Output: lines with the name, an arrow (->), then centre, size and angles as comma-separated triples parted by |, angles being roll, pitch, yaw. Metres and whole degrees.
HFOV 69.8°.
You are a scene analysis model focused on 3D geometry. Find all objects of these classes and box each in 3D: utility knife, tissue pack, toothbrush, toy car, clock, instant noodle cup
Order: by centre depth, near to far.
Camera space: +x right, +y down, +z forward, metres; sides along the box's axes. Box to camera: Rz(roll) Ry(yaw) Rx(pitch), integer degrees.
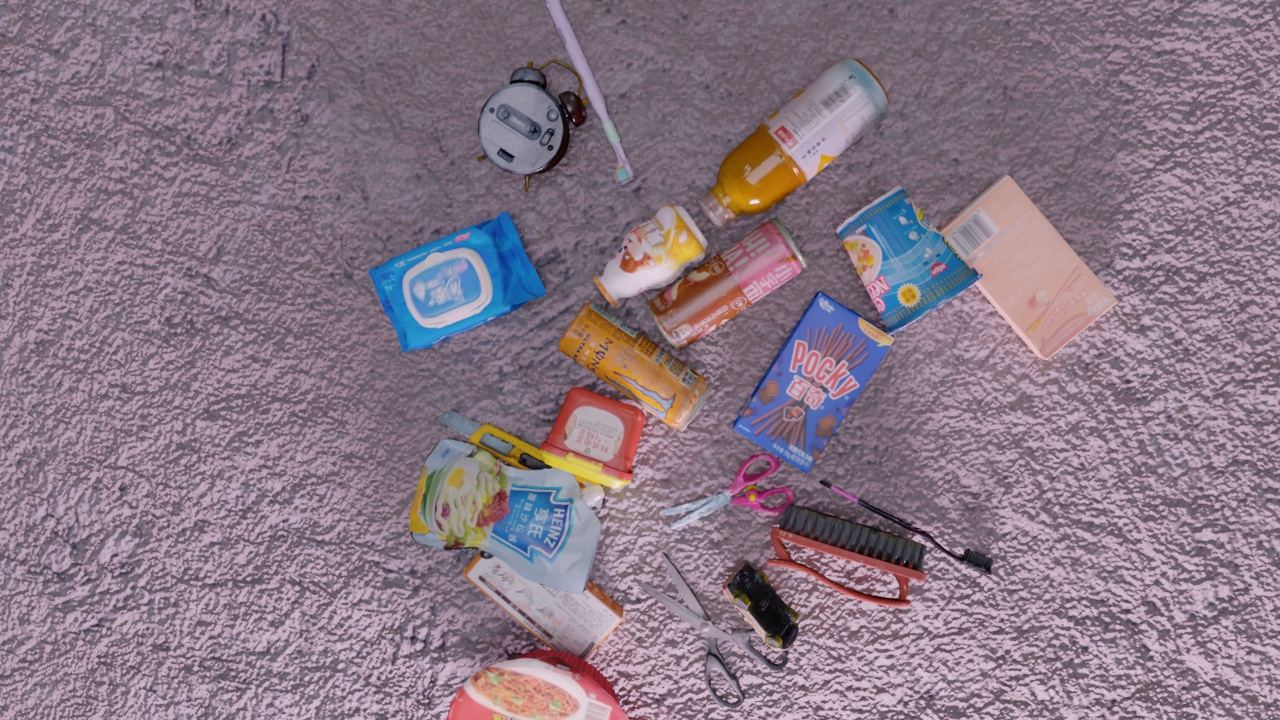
instant noodle cup -> 0.237, -0.094, 0.834 | 0.099, 0.099, 0.110 | -34, 85, 8
clock -> -0.100, -0.225, 0.861 | 0.082, 0.055, 0.122 | 33, 97, 1
toothbrush -> -0.050, -0.258, 0.871 | 0.021, 0.029, 0.189 | -25, 94, -33
tissue pack -> -0.178, -0.074, 0.886 | 0.157, 0.052, 0.095 | -21, 95, 7
toothbrush -> 0.261, 0.160, 0.898 | 0.189, 0.014, 0.018 | 28, 88, 1
toy car -> 0.120, 0.245, 0.907 | 0.090, 0.035, 0.042 | 50, 55, -2
instant noodle cup -> -0.090, 0.360, 0.912 | 0.194, 0.065, 0.194 | 4, 111, 10
utility knife -> -0.119, 0.098, 0.921 | 0.193, 0.015, 0.033 | 27, 96, 1

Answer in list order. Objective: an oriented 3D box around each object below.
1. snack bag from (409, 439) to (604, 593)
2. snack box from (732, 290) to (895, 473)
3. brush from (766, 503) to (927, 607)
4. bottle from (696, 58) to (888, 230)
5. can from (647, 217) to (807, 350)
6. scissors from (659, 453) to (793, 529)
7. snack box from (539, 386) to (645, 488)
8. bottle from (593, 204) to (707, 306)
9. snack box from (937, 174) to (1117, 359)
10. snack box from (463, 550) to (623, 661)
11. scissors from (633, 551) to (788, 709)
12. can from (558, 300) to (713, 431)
snack bag -> -0.128, 0.149, 0.897 | 0.191, 0.039, 0.110 | 14, 75, 15
snack box -> 0.165, 0.021, 0.882 | 0.084, 0.026, 0.157 | 31, 99, 1
brush -> 0.195, 0.188, 0.882 | 0.146, 0.063, 0.069 | 16, 85, 4
bottle -> 0.135, -0.193, 0.838 | 0.190, 0.068, 0.068 | -39, 92, 8
can -> 0.080, -0.071, 0.862 | 0.147, 0.058, 0.058 | -34, 93, 8
scissors -> 0.079, 0.129, 0.903 | 0.138, 0.017, 0.077 | -12, 114, 9
snack box -> -0.042, 0.072, 0.881 | 0.091, 0.082, 0.080 | 20, 88, 2
bottle -> 0.008, -0.096, 0.863 | 0.108, 0.063, 0.063 | -36, 93, 8
snack box -> 0.356, -0.086, 0.853 | 0.084, 0.026, 0.157 | -41, 92, 8
snack box -> -0.098, 0.235, 0.931 | 0.154, 0.026, 0.075 | 41, 98, -1
scissors -> 0.070, 0.276, 0.928 | 0.159, 0.014, 0.170 | 2, 96, 5
can -> -0.005, 0.005, 0.879 | 0.146, 0.058, 0.058 | 34, 98, 0
